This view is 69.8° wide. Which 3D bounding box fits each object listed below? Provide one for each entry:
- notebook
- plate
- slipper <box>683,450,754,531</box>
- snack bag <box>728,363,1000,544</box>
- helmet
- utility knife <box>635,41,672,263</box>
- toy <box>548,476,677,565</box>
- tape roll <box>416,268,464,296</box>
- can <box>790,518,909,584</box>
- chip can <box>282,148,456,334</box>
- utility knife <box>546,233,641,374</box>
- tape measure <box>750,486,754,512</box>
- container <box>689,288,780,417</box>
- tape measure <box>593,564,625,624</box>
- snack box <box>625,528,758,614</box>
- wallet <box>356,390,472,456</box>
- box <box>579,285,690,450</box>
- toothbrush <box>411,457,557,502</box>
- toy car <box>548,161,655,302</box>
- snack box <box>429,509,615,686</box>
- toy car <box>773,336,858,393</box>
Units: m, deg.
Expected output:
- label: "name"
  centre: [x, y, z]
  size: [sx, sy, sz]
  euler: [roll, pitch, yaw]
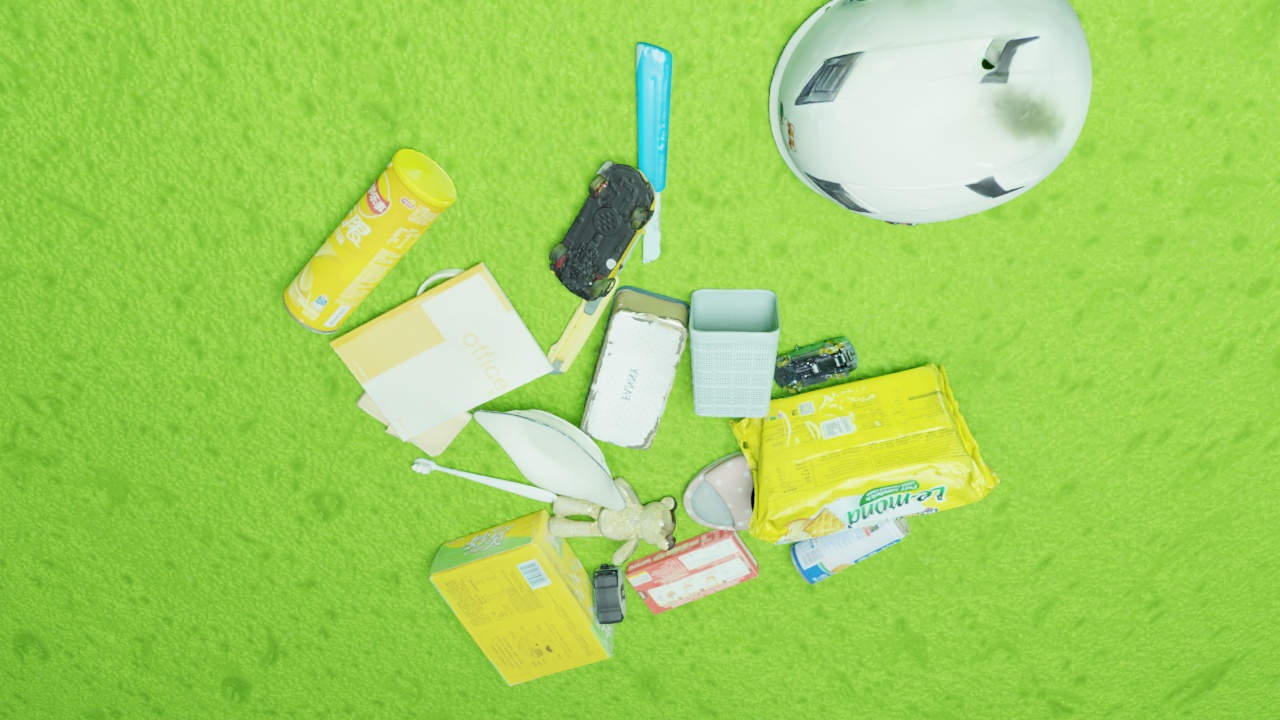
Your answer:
- label: "notebook"
  centre: [-0.219, -0.005, 1.011]
  size: [0.207, 0.010, 0.146]
  euler: [-24, 114, 16]
- label: "plate"
  centre: [-0.095, 0.103, 1.034]
  size: [0.164, 0.034, 0.164]
  euler: [8, 144, 39]
- label: "slipper"
  centre: [0.178, 0.138, 1.050]
  size: [0.275, 0.054, 0.114]
  euler: [-20, 116, 16]
- label: "snack bag"
  centre: [0.221, 0.091, 0.951]
  size: [0.247, 0.157, 0.068]
  euler: [-15, 138, 10]
- label: "helmet"
  centre: [0.250, -0.213, 0.783]
  size: [0.274, 0.156, 0.230]
  euler: [-8, 118, 10]
- label: "utility knife"
  centre: [0.011, -0.195, 0.894]
  size: [0.034, 0.018, 0.219]
  euler: [2, 119, 2]
- label: "toy"
  centre: [-0.033, 0.193, 1.105]
  size: [0.157, 0.066, 0.105]
  euler: [3, 78, 8]
- label: "tape roll"
  centre: [-0.200, -0.058, 0.997]
  size: [0.086, 0.013, 0.086]
  euler: [2, 120, 4]
- label: "can"
  centre: [0.248, 0.213, 1.088]
  size: [0.135, 0.053, 0.053]
  euler: [-34, 112, 22]
- label: "chip can"
  centre: [-0.279, -0.117, 0.938]
  size: [0.072, 0.072, 0.214]
  euler: [40, 116, -17]
- label: "utility knife"
  centre: [-0.051, -0.064, 0.983]
  size: [0.031, 0.022, 0.216]
  euler: [26, 114, -12]
- label: "tape measure"
  centre: [0.150, 0.156, 1.009]
  size: [0.057, 0.039, 0.058]
  euler: [43, 118, -17]
- label: "container"
  centre: [0.097, -0.005, 0.958]
  size: [0.090, 0.090, 0.112]
  euler: [1, 123, 5]
- label: "tape measure"
  centre: [-0.038, 0.292, 1.153]
  size: [0.033, 0.066, 0.066]
  euler: [-6, 92, 5]
- label: "snack box"
  centre: [0.064, 0.263, 1.150]
  size: [0.153, 0.025, 0.075]
  euler: [-26, 115, 19]
- label: "wallet"
  centre: [-0.266, 0.060, 1.067]
  size: [0.115, 0.024, 0.087]
  euler: [36, 118, -16]
- label: "box"
  centre: [-0.006, 0.006, 0.990]
  size: [0.090, 0.061, 0.185]
  euler: [17, 118, -5]
- label: "toothbrush"
  centre: [-0.187, 0.146, 1.103]
  size: [0.180, 0.016, 0.016]
  euler: [14, 122, 3]
- label: "toy car"
  centre: [-0.035, -0.127, 0.920]
  size: [0.071, 0.041, 0.156]
  euler: [38, 121, 9]
- label: "snack box"
  centre: [-0.146, 0.305, 1.169]
  size: [0.158, 0.069, 0.210]
  euler: [-21, 116, 16]
- label: "toy car"
  centre: [0.186, 0.003, 0.982]
  size: [0.091, 0.036, 0.043]
  euler: [-19, 118, 15]
